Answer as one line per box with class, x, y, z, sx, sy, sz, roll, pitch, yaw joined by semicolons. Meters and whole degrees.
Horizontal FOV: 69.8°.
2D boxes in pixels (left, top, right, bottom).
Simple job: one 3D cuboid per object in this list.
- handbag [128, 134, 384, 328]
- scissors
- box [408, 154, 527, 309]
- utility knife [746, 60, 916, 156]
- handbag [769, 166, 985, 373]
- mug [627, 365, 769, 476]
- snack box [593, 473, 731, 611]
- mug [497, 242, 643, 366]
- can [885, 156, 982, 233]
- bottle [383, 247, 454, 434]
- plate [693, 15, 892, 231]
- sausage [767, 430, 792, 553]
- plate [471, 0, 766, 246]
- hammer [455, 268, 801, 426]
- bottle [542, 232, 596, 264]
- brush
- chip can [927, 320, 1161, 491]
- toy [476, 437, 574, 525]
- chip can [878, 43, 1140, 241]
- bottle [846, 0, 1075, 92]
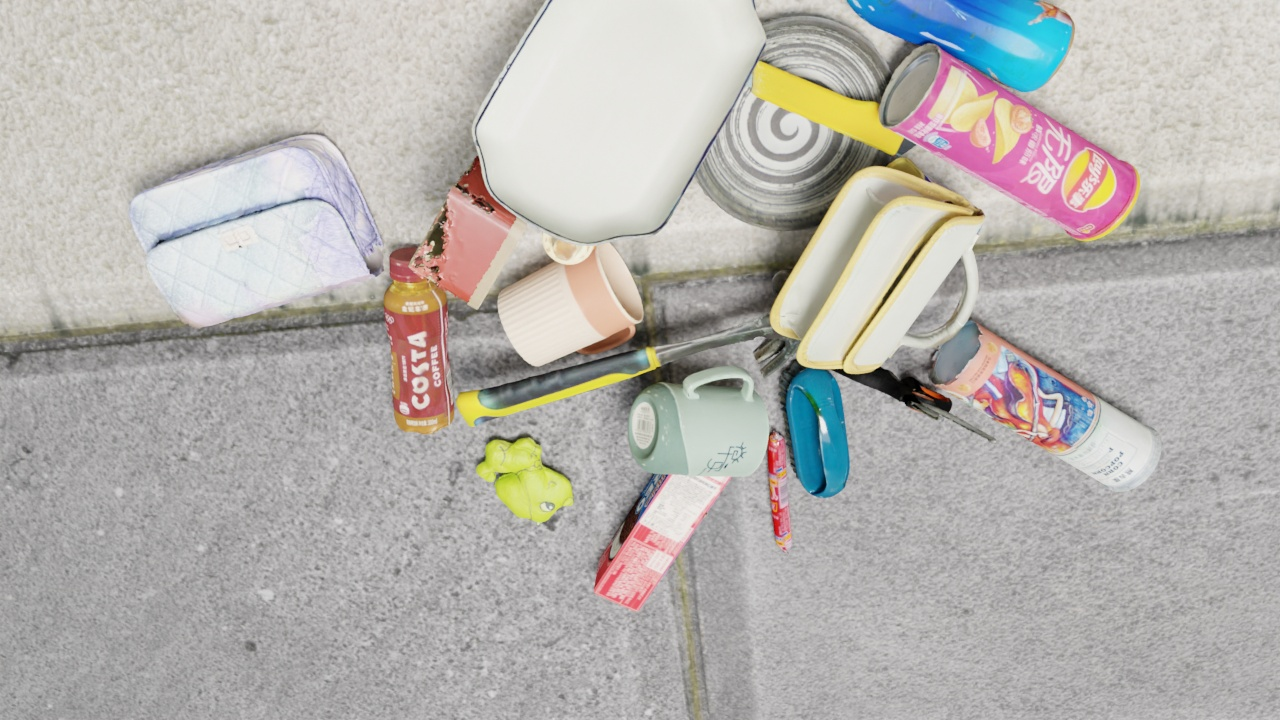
handbag;-0.340;-0.111;0.809;0.194;0.075;0.134;-15;116;11
scissors;0.243;0.032;0.785;0.197;0.227;0.022;14;100;-37
box;-0.133;-0.120;0.740;0.077;0.168;0.091;30;115;-13
utility knife;0.151;-0.206;0.740;0.167;0.015;0.033;21;109;-8
handbag;0.215;-0.059;0.743;0.178;0.063;0.164;8;127;-28
mug;0.054;0.052;0.821;0.106;0.082;0.112;5;125;-26
snack box;0.023;0.163;0.942;0.058;0.057;0.208;27;116;-8
mug;-0.056;-0.043;0.834;0.106;0.081;0.114;-24;143;16
can;0.226;-0.108;0.780;0.083;0.057;0.102;22;118;-29
bottle;-0.208;-0.018;0.860;0.057;0.057;0.175;3;117;1
plate;0.125;-0.196;0.769;0.179;0.024;0.180;1;118;1
sausage;0.143;0.138;0.943;0.020;0.020;0.156;-6;117;6
plate;-0.014;-0.204;0.694;0.162;0.034;0.265;28;77;-2
hammer;-0.005;0.005;0.826;0.323;0.031;0.126;-16;148;3
bottle;-0.053;-0.116;0.749;0.067;0.149;0.067;1;117;2
brush;0.172;0.072;0.877;0.055;0.073;0.144;-16;116;-7
chip can;0.375;0.043;0.853;0.214;0.071;0.071;29;115;-11
toy;-0.119;0.124;0.944;0.097;0.031;0.100;-4;113;5
chip can;0.293;-0.170;0.728;0.210;0.071;0.072;23;116;-19
bottle;0.219;-0.274;0.699;0.218;0.065;0.065;21;116;-8
